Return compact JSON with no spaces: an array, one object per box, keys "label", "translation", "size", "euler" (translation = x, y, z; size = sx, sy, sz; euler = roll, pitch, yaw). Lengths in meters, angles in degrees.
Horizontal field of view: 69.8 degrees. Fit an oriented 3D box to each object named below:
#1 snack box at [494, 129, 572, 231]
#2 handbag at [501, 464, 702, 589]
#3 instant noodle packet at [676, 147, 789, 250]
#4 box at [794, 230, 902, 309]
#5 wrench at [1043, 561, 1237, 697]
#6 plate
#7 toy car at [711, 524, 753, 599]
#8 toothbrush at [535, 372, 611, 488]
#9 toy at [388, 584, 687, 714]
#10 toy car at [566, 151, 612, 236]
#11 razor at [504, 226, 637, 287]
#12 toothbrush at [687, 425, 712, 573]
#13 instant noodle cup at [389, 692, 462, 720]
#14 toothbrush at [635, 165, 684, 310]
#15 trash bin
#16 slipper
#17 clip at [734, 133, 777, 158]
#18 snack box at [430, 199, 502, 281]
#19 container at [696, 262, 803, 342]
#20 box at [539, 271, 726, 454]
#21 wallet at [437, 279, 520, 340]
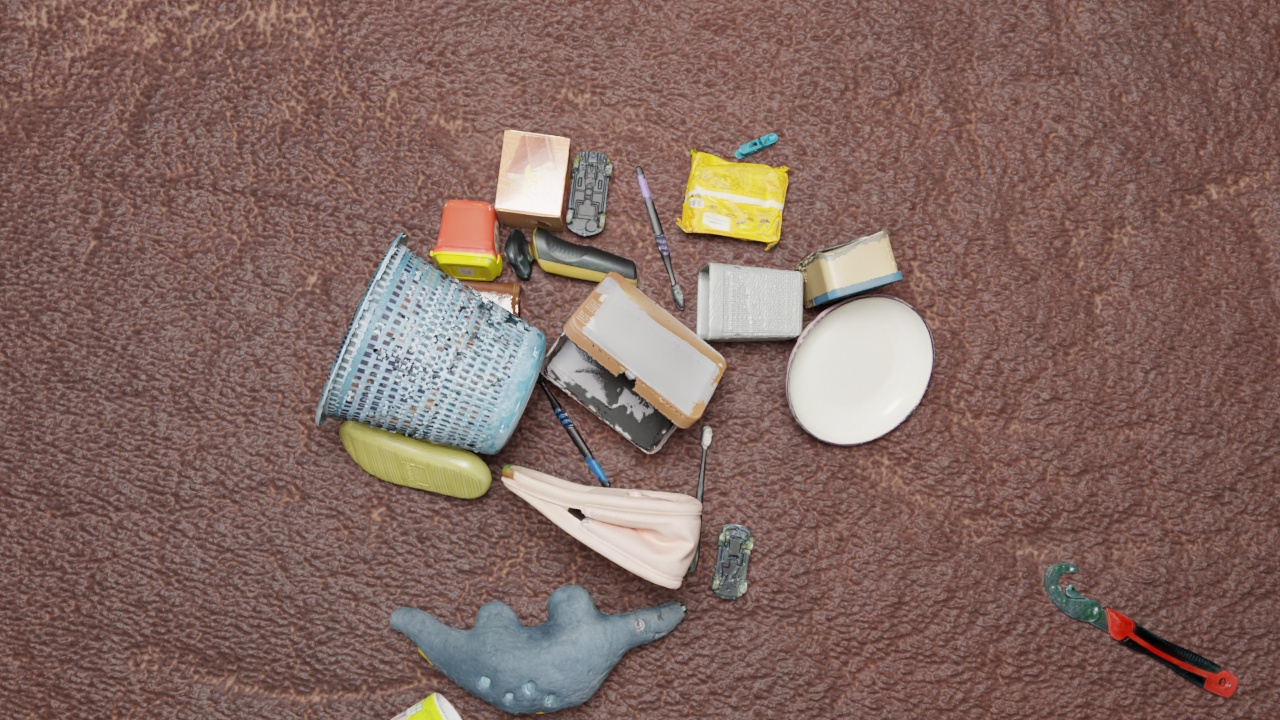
[{"label":"snack box","translation":[-0.125,-0.211,1.091],"size":[0.077,0.093,0.094],"euler":[7,87,-2]},{"label":"handbag","translation":[-0.048,0.169,1.036],"size":[0.234,0.193,0.093],"euler":[18,85,3]},{"label":"instant noodle packet","translation":[0.112,-0.197,1.123],"size":[0.128,0.044,0.110],"euler":[10,81,-5]},{"label":"box","translation":[0.236,-0.101,1.055],"size":[0.090,0.184,0.061],"euler":[-16,91,2]},{"label":"wrench","translation":[0.617,0.338,1.134],"size":[0.273,0.016,0.056],"euler":[33,88,0]},{"label":"plate","translation":[0.257,0.008,1.097],"size":[0.192,0.039,0.193],"euler":[-6,113,-14]},{"label":"toy car","translation":[0.110,0.243,1.112],"size":[0.043,0.034,0.090],"euler":[7,90,-4]},{"label":"toothbrush","translation":[-0.089,0.079,1.121],"size":[0.014,0.016,0.189],"euler":[-32,90,2]},{"label":"toy","translation":[-0.118,0.342,1.081],"size":[0.356,0.091,0.137],"euler":[-4,60,-3]},{"label":"toy car","translation":[-0.063,-0.202,1.124],"size":[0.049,0.031,0.105],"euler":[7,86,-1]},{"label":"razor","translation":[-0.083,-0.118,1.115],"size":[0.167,0.062,0.068],"euler":[12,118,-7]},{"label":"toothbrush","translation":[0.072,0.170,1.123],"size":[0.015,0.018,0.181],"euler":[7,89,-5]},{"label":"instant noodle cup","translation":[-0.264,0.454,1.061],"size":[0.123,0.112,0.111],"euler":[-36,89,-10]},{"label":"toothbrush","translation":[0.024,-0.152,1.133],"size":[0.014,0.017,0.189],"euler":[-17,87,-3]},{"label":"trash bin","translation":[-0.219,0.003,1.008],"size":[0.195,0.227,0.226],"euler":[24,87,-12]},{"label":"slipper","translation":[-0.259,0.104,1.090],"size":[0.190,0.092,0.081],"euler":[17,47,8]},{"label":"clip","translation":[0.144,-0.267,1.139],"size":[0.056,0.040,0.014],"euler":[-23,90,-10]},{"label":"snack box","translation":[-0.204,-0.143,1.090],"size":[0.082,0.091,0.080],"euler":[3,81,-3]},{"label":"container","translation":[0.130,-0.066,1.098],"size":[0.114,0.090,0.090],"euler":[2,88,-5]},{"label":"box","translation":[-0.005,0.005,1.045],"size":[0.182,0.178,0.153],"euler":[37,88,0]},{"label":"wallet","translation":[-0.197,-0.036,1.114],"size":[0.101,0.032,0.124],"euler":[2,90,-1]}]
